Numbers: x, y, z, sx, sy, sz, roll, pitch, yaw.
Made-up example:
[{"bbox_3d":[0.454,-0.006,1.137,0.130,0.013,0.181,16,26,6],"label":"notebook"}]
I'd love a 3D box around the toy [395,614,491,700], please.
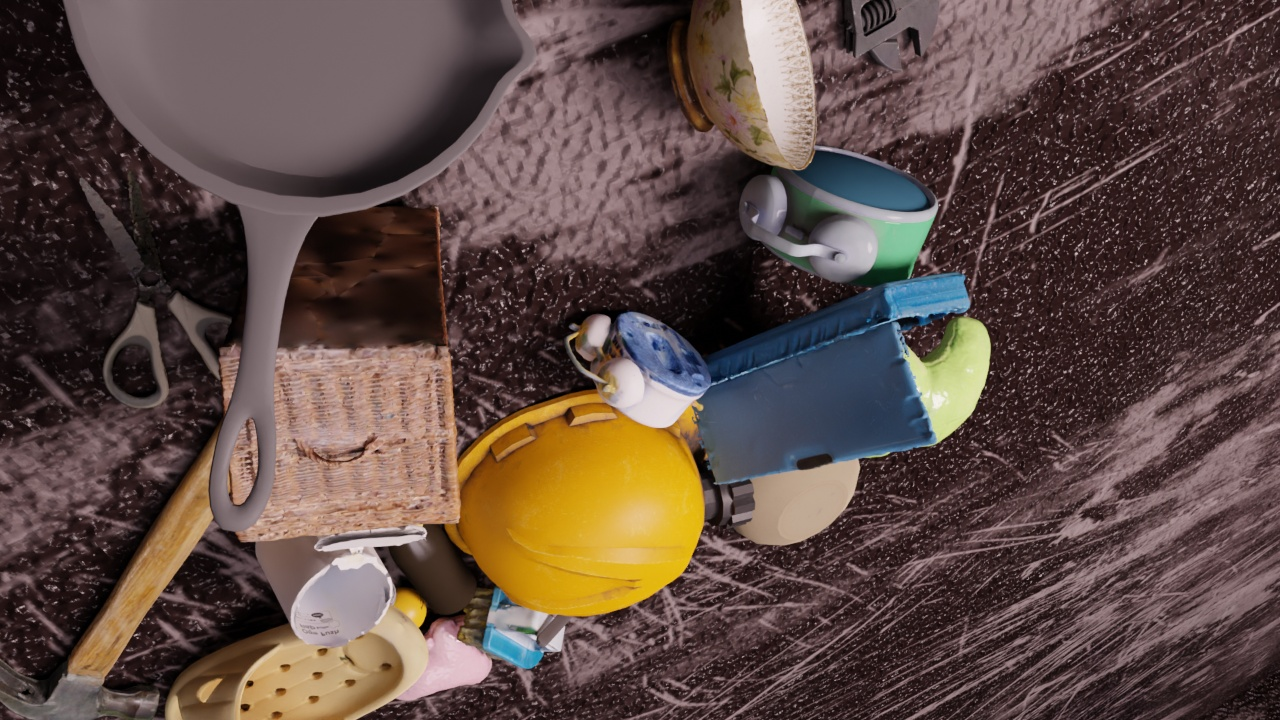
[{"bbox_3d":[-0.178,0.270,0.847,0.099,0.052,0.096,-4,124,-33],"label":"toy"}]

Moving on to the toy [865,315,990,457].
[{"bbox_3d":[0.204,0.037,0.795,0.150,0.107,0.197,-16,165,-23],"label":"toy"}]

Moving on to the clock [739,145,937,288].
[{"bbox_3d":[0.136,-0.099,0.661,0.161,0.122,0.075,-23,138,-45],"label":"clock"}]

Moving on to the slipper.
[{"bbox_3d":[-0.286,0.271,0.720,0.262,0.079,0.111,-29,103,16],"label":"slipper"}]

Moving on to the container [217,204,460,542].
[{"bbox_3d":[-0.166,-0.004,0.526,0.113,0.198,0.113,-1,123,-15],"label":"container"}]

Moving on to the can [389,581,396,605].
[{"bbox_3d":[-0.246,0.221,0.766,0.054,0.055,0.102,13,119,-37],"label":"can"}]

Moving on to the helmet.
[{"bbox_3d":[-0.027,0.139,0.772,0.255,0.131,0.206,-10,131,-21],"label":"helmet"}]

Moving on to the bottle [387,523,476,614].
[{"bbox_3d":[-0.186,0.141,0.741,0.045,0.045,0.185,-27,135,-8],"label":"bottle"}]

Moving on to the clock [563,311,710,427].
[{"bbox_3d":[-0.004,0.004,0.703,0.125,0.088,0.052,16,123,-39],"label":"clock"}]

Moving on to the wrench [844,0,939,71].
[{"bbox_3d":[0.120,-0.281,0.588,0.073,0.018,0.273,-46,133,11],"label":"wrench"}]

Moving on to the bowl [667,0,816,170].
[{"bbox_3d":[0.060,-0.186,0.577,0.063,0.144,0.145,-8,143,27],"label":"bowl"}]

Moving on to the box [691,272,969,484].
[{"bbox_3d":[0.140,0.023,0.693,0.094,0.112,0.232,-12,173,-37],"label":"box"}]

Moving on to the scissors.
[{"bbox_3d":[-0.299,-0.032,0.556,0.150,0.012,0.165,-42,137,6],"label":"scissors"}]

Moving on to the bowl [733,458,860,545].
[{"bbox_3d":[0.162,0.135,0.931,0.152,0.050,0.153,-16,132,-18],"label":"bowl"}]

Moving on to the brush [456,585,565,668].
[{"bbox_3d":[-0.107,0.250,0.842,0.075,0.055,0.136,2,153,16],"label":"brush"}]

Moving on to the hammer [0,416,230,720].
[{"bbox_3d":[-0.353,0.147,0.663,0.132,0.033,0.331,25,110,-40],"label":"hammer"}]

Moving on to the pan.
[{"bbox_3d":[-0.164,-0.101,0.428,0.216,0.024,0.354,7,81,-16],"label":"pan"}]

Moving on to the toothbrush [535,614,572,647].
[{"bbox_3d":[-0.050,0.212,0.835,0.013,0.013,0.167,-50,172,28],"label":"toothbrush"}]

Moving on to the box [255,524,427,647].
[{"bbox_3d":[-0.216,0.135,0.658,0.084,0.147,0.136,10,109,-41],"label":"box"}]

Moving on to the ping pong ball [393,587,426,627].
[{"bbox_3d":[-0.206,0.217,0.796,0.040,0.040,0.040,-16,132,-18],"label":"ping pong ball"}]
